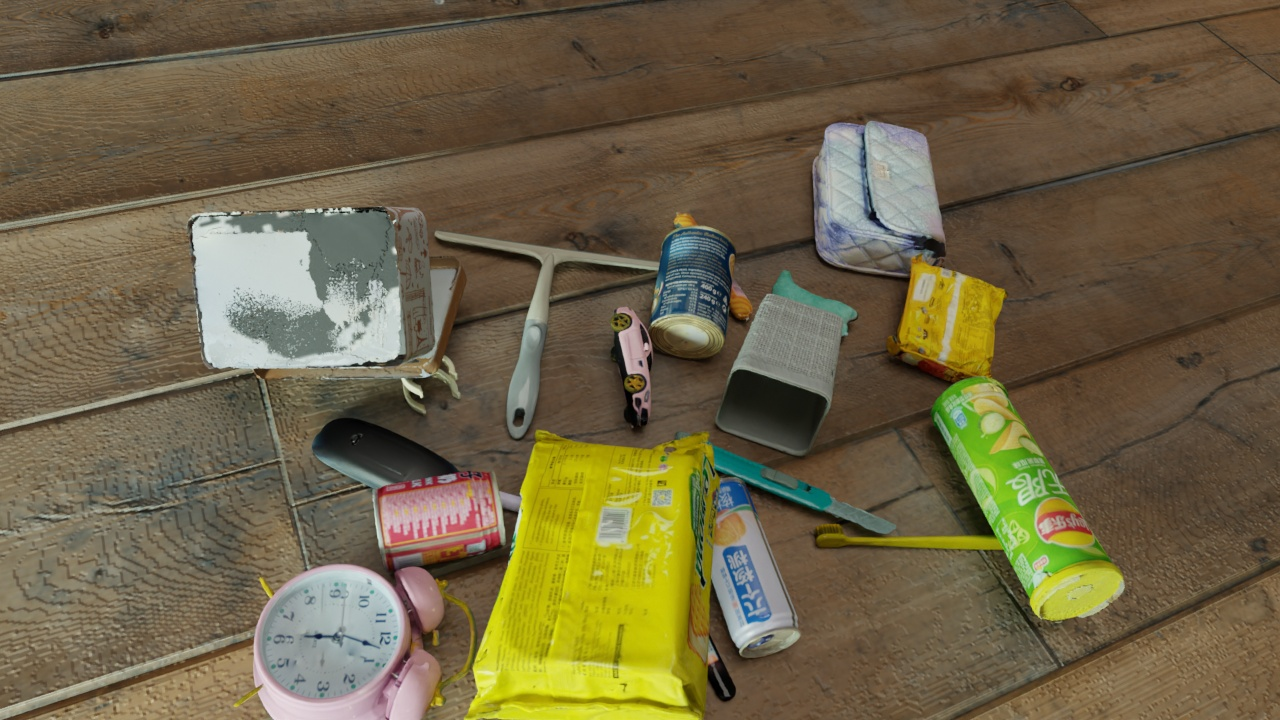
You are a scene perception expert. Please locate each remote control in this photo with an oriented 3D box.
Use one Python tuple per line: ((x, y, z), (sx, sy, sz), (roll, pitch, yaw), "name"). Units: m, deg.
((-0.212, 0.083, 0.768), (0.136, 0.024, 0.053), (23, 53, 10), "remote control")

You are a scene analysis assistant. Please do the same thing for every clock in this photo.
((-0.196, 0.202, 0.653), (0.158, 0.060, 0.117), (2, 52, -9), "clock")

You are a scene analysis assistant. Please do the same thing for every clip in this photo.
((-0.213, 0.011, 0.821), (0.104, 0.035, 0.083), (28, 52, 19), "clip")

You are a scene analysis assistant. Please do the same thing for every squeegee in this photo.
((-0.099, -0.036, 0.872), (0.246, 0.039, 0.246), (8, 51, -2), "squeegee")

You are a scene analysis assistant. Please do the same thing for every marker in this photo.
((0.041, 0.207, 0.717), (0.018, 0.015, 0.123), (-18, 59, -20), "marker")

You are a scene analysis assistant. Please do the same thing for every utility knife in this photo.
((0.123, 0.106, 0.803), (0.208, 0.013, 0.029), (22, 44, 13), "utility knife")

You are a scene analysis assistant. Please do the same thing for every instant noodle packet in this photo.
((0.312, -0.041, 0.932), (0.111, 0.044, 0.128), (22, 60, 1), "instant noodle packet")

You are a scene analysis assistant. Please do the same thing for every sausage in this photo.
((0.075, -0.101, 0.963), (0.021, 0.021, 0.165), (-16, 55, -20), "sausage")

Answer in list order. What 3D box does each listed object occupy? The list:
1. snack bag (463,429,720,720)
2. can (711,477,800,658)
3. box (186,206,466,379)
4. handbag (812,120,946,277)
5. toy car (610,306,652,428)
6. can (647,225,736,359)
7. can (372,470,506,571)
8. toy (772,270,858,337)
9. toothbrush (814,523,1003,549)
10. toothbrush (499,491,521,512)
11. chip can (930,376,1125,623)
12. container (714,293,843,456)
((-0.025, 0.148, 0.669), (0.158, 0.068, 0.245), (0, 45, 8), "snack bag")
((0.081, 0.163, 0.731), (0.053, 0.053, 0.134), (-8, 53, -15), "can")
((-0.257, -0.058, 0.804), (0.182, 0.153, 0.178), (0, 11, 6), "box")
((0.265, -0.185, 1.026), (0.134, 0.076, 0.193), (9, 52, -4), "handbag")
((-0.005, 0.005, 0.845), (0.037, 0.056, 0.122), (-8, 53, -6), "toy car")
((0.050, -0.064, 0.888), (0.075, 0.075, 0.111), (10, 58, -1), "can")
((-0.156, 0.123, 0.716), (0.093, 0.067, 0.066), (-9, 54, -13), "can")
((0.173, -0.045, 0.930), (0.092, 0.030, 0.096), (17, 57, 8), "toy")
((0.242, 0.152, 0.790), (0.190, 0.016, 0.016), (2, 45, -7), "toothbrush")
((-0.054, 0.128, 0.761), (0.189, 0.029, 0.021), (12, 88, 2), "toothbrush")
((0.321, 0.109, 0.785), (0.072, 0.073, 0.221), (-3, 44, -11), "chip can")
((0.132, 0.009, 0.843), (0.090, 0.090, 0.114), (19, 48, 6), "container")
